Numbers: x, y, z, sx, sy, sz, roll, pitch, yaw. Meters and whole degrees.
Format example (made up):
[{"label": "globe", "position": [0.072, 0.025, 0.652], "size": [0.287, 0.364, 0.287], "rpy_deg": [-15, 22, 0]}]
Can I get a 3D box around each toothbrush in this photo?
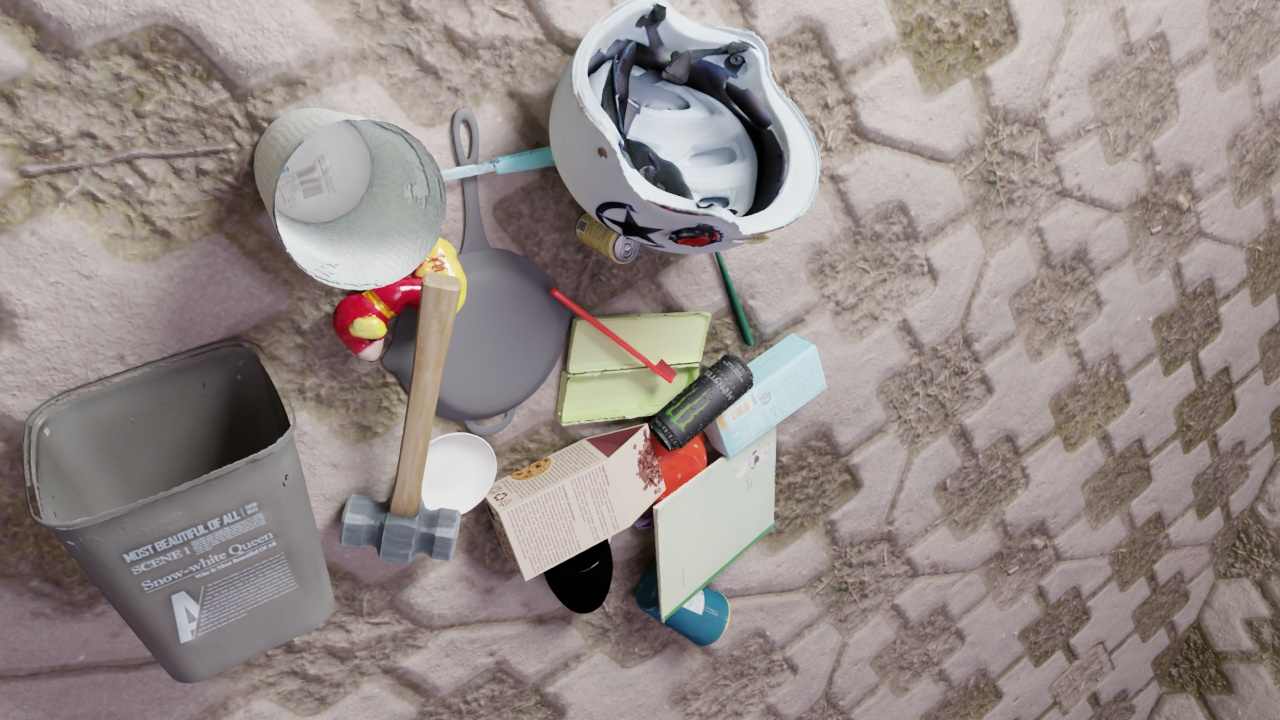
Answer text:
[{"label": "toothbrush", "position": [-0.024, -0.029, 1.029], "size": [0.018, 0.012, 0.212], "rpy_deg": [-52, 130, 2]}, {"label": "toothbrush", "position": [0.111, -0.094, 1.118], "size": [0.017, 0.016, 0.190], "rpy_deg": [-37, 127, -19]}]

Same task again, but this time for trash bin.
[{"label": "trash bin", "position": [-0.383, 0.137, 0.803], "size": [0.197, 0.197, 0.220], "rpy_deg": [-22, 128, -23]}, {"label": "trash bin", "position": [-0.252, -0.146, 0.764], "size": [0.133, 0.161, 0.133], "rpy_deg": [-14, 118, -28]}]

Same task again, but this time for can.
[{"label": "can", "position": [-0.034, -0.130, 0.966], "size": [0.038, 0.079, 0.038], "rpy_deg": [-14, 118, -28]}, {"label": "can", "position": [0.074, 0.051, 1.110], "size": [0.137, 0.054, 0.054], "rpy_deg": [-40, 127, -10]}]

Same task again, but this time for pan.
[{"label": "pan", "position": [-0.162, -0.077, 0.943], "size": [0.216, 0.024, 0.355], "rpy_deg": [-15, 119, -27]}]

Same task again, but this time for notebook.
[{"label": "notebook", "position": [0.105, 0.208, 1.213], "size": [0.251, 0.010, 0.182], "rpy_deg": [-29, 127, -41]}]

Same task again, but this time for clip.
[{"label": "clip", "position": [0.017, 0.212, 1.203], "size": [0.050, 0.014, 0.046], "rpy_deg": [-40, 130, -16]}]

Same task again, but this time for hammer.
[{"label": "hammer", "position": [-0.217, 0.064, 0.896], "size": [0.117, 0.051, 0.324], "rpy_deg": [11, 119, -11]}]

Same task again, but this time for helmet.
[{"label": "helmet", "position": [0.032, -0.204, 0.901], "size": [0.263, 0.164, 0.236], "rpy_deg": [20, 64, -21]}]

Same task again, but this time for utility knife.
[{"label": "utility knife", "position": [-0.131, -0.193, 0.901], "size": [0.176, 0.016, 0.022], "rpy_deg": [-20, 123, -35]}]

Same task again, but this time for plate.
[{"label": "plate", "position": [-0.210, 0.121, 1.003], "size": [0.104, 0.026, 0.104], "rpy_deg": [-14, 119, -27]}]

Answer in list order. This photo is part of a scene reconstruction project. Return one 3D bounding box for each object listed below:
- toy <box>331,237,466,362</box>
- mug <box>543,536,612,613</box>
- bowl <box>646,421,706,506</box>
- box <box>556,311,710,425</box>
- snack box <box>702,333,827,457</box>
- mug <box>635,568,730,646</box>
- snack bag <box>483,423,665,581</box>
[{"label": "toy", "position": [-0.233, -0.067, 0.871], "size": [0.137, 0.067, 0.105], "rpy_deg": [-38, 103, -9]}, {"label": "mug", "position": [-0.066, 0.248, 1.131], "size": [0.118, 0.085, 0.100], "rpy_deg": [-52, 146, -41]}, {"label": "bowl", "position": [0.037, 0.136, 1.159], "size": [0.130, 0.045, 0.131], "rpy_deg": [-14, 119, -27]}, {"label": "box", "position": [-0.006, 0.006, 1.082], "size": [0.186, 0.024, 0.137], "rpy_deg": [-6, 121, -31]}, {"label": "snack box", "position": [0.158, 0.044, 1.190], "size": [0.174, 0.053, 0.075], "rpy_deg": [-34, 126, -14]}, {"label": "mug", "position": [0.055, 0.331, 1.246], "size": [0.121, 0.078, 0.078], "rpy_deg": [36, 90, -34]}, {"label": "snack bag", "position": [-0.069, 0.157, 1.072], "size": [0.206, 0.070, 0.094], "rpy_deg": [-25, 115, -20]}]
